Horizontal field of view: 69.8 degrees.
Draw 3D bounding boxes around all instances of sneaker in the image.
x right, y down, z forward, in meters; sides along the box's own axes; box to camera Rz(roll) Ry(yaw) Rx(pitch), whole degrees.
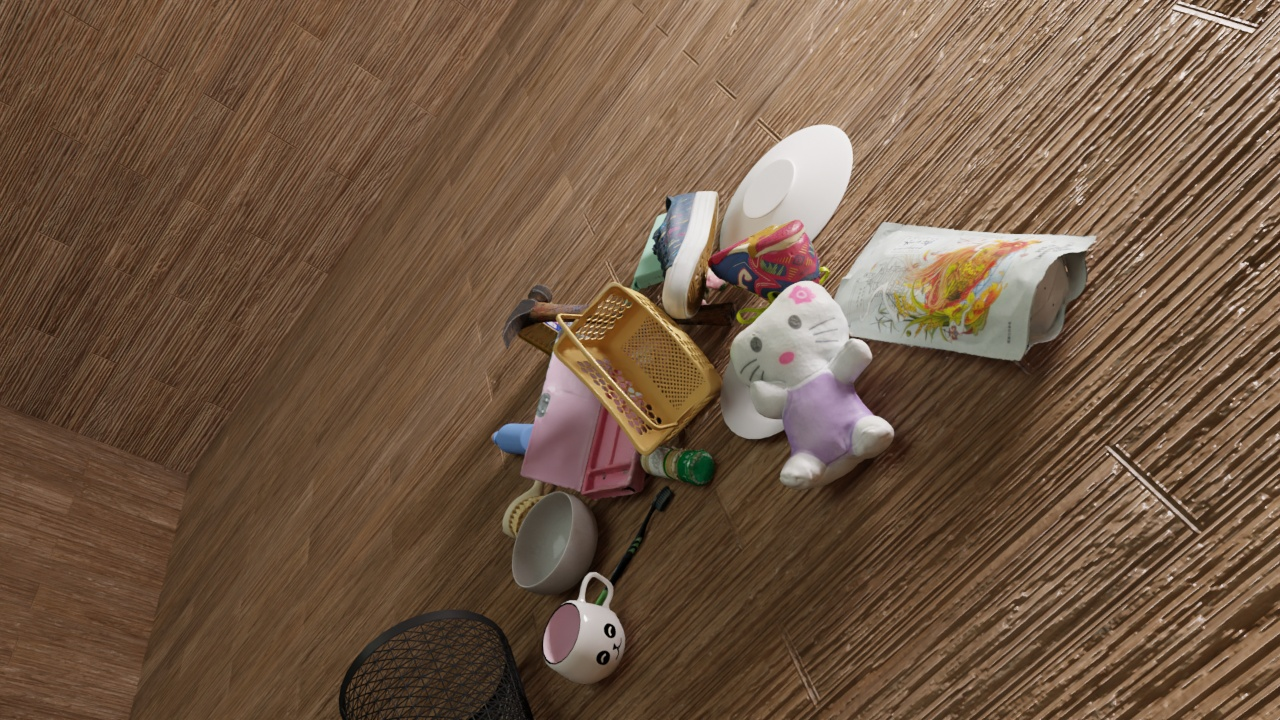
[{"bbox_3d":[0.143,-0.102,1.094,0.116,0.091,0.242,-30,8,-7],"label":"sneaker"},{"bbox_3d":[0.049,-0.140,1.193,0.079,0.088,0.234,6,44,10],"label":"sneaker"}]

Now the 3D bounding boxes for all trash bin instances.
[{"bbox_3d":[-0.212,0.452,1.054,0.217,0.216,0.243,-56,37,7],"label":"trash bin"}]

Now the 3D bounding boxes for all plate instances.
[{"bbox_3d":[0.178,-0.219,1.211,0.230,0.030,0.228,-36,38,34],"label":"plate"},{"bbox_3d":[0.160,0.013,1.049,0.173,0.019,0.172,-36,38,34],"label":"plate"}]

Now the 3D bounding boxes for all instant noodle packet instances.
[{"bbox_3d":[0.292,-0.075,0.895,0.146,0.057,0.269,-56,29,-9],"label":"instant noodle packet"}]

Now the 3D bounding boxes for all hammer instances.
[{"bbox_3d":[-0.031,-0.057,1.237,0.331,0.033,0.119,2,41,27],"label":"hammer"}]

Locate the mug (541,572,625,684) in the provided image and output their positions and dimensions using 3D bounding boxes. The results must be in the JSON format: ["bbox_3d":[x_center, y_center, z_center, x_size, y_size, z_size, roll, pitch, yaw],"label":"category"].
[{"bbox_3d":[-0.058,0.309,1.061,0.090,0.076,0.123,-17,51,49],"label":"mug"}]

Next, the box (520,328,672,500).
[{"bbox_3d":[-0.051,0.070,1.229,0.173,0.075,0.232,4,59,17],"label":"box"}]

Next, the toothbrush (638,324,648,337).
[{"bbox_3d":[-0.008,0.002,1.308,0.016,0.017,0.189,-21,48,43],"label":"toothbrush"}]

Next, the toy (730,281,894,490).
[{"bbox_3d":[0.174,0.023,0.928,0.138,0.085,0.209,-33,53,21],"label":"toy"}]

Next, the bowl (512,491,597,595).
[{"bbox_3d":[-0.103,0.243,1.196,0.132,0.064,0.131,-36,38,34],"label":"bowl"}]

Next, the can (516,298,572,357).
[{"bbox_3d":[-0.151,-0.054,1.489,0.054,0.099,0.058,-36,35,33],"label":"can"}]

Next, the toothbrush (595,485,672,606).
[{"bbox_3d":[-0.012,0.236,1.119,0.017,0.014,0.188,32,92,52],"label":"toothbrush"}]

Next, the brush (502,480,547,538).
[{"bbox_3d":[-0.145,0.147,1.360,0.077,0.062,0.271,-14,47,30],"label":"brush"}]

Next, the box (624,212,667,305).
[{"bbox_3d":[0.020,-0.148,1.333,0.138,0.056,0.186,-35,22,30],"label":"box"}]

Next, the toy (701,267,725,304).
[{"bbox_3d":[0.069,-0.097,1.256,0.087,0.050,0.112,-57,36,4],"label":"toy"}]

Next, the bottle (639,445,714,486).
[{"bbox_3d":[0.042,0.124,1.107,0.110,0.042,0.042,1,65,57],"label":"bottle"}]

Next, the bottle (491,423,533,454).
[{"bbox_3d":[-0.200,0.124,1.457,0.131,0.048,0.048,-5,60,54],"label":"bottle"}]

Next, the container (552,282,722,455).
[{"bbox_3d":[-0.006,0.006,1.101,0.129,0.166,0.183,-47,73,19],"label":"container"}]

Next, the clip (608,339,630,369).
[{"bbox_3d":[-0.035,-0.011,1.368,0.059,0.041,0.023,-47,34,0],"label":"clip"}]
